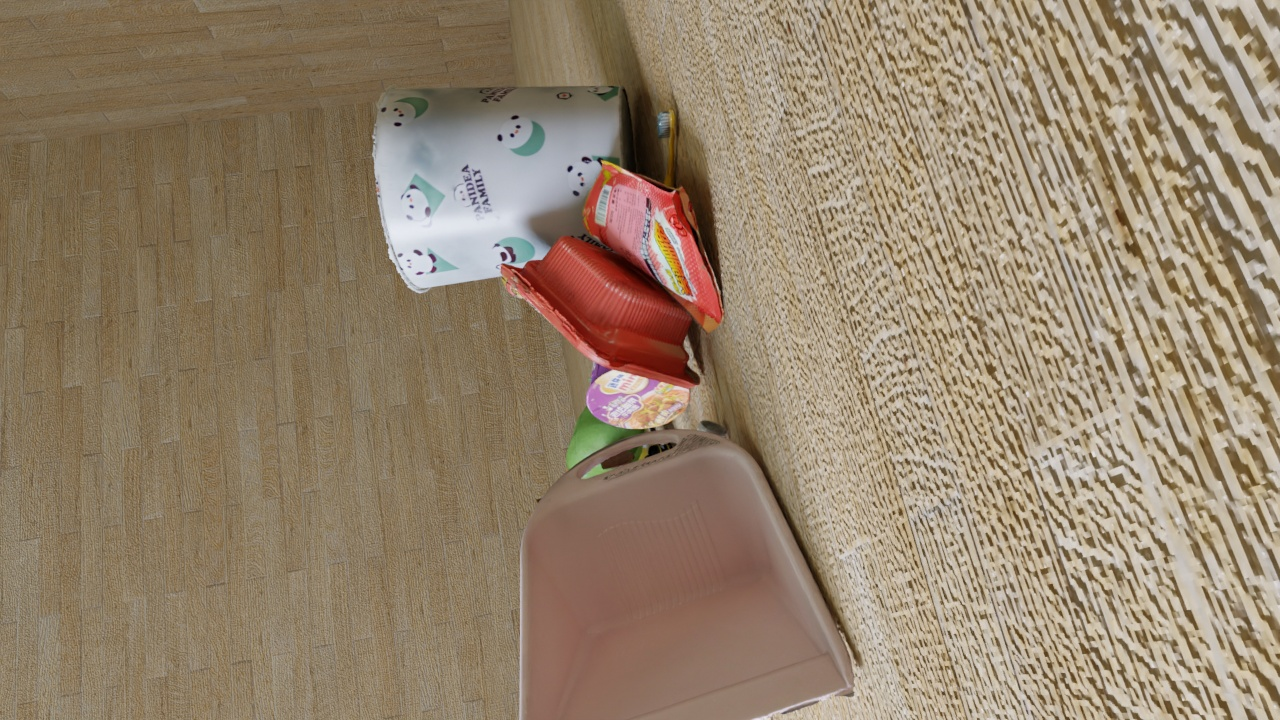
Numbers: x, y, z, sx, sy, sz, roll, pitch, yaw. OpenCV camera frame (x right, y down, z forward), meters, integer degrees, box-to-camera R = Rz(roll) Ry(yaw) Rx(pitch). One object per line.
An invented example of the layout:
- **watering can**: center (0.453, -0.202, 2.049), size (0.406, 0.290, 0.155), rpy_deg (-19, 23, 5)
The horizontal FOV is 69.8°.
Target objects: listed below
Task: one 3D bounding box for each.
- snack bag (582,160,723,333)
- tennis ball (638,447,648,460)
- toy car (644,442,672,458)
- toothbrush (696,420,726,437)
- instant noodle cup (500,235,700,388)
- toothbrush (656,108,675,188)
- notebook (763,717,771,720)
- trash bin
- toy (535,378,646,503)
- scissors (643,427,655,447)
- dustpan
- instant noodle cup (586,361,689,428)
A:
- **snack bag**: center (0.013, -0.115, 0.836), size (0.208, 0.073, 0.129), rpy_deg (44, 154, 59)
- **tennis ball**: center (-0.011, 0.155, 1.341), size (0.065, 0.065, 0.065), rpy_deg (170, 91, -82)
- **toy car**: center (0.032, 0.178, 1.144), size (0.071, 0.041, 0.156), rpy_deg (-132, 35, -76)
- **toothbrush**: center (0.027, 0.157, 0.867), size (0.026, 0.026, 0.221), rpy_deg (-20, -45, -64)
- **instant noodle cup**: center (-0.028, -0.052, 0.891), size (0.189, 0.164, 0.079), rpy_deg (43, 109, 37)
- **toothbrush**: center (0.024, -0.164, 0.896), size (0.192, 0.018, 0.016), rpy_deg (90, 169, -51)
- **notebook**: center (0.062, 0.333, 0.891), size (0.148, 0.008, 0.208), rpy_deg (21, 131, 30)
- **trash bin**: center (-0.134, -0.197, 1.016), size (0.229, 0.252, 0.229), rpy_deg (-1, -92, -86)
- **toy**: center (-0.040, 0.092, 1.186), size (0.090, 0.228, 0.246), rpy_deg (42, -145, -13)
- **scissors**: center (-0.031, 0.155, 1.308), size (0.159, 0.014, 0.174), rpy_deg (33, 103, 39)
- **dustpan**: center (0.005, 0.153, 0.676), size (0.273, 0.222, 0.139), rpy_deg (-101, -9, -82)
- **instant noodle cup**: center (-0.006, 0.006, 1.015), size (0.112, 0.111, 0.099), rpy_deg (90, 176, -49)
